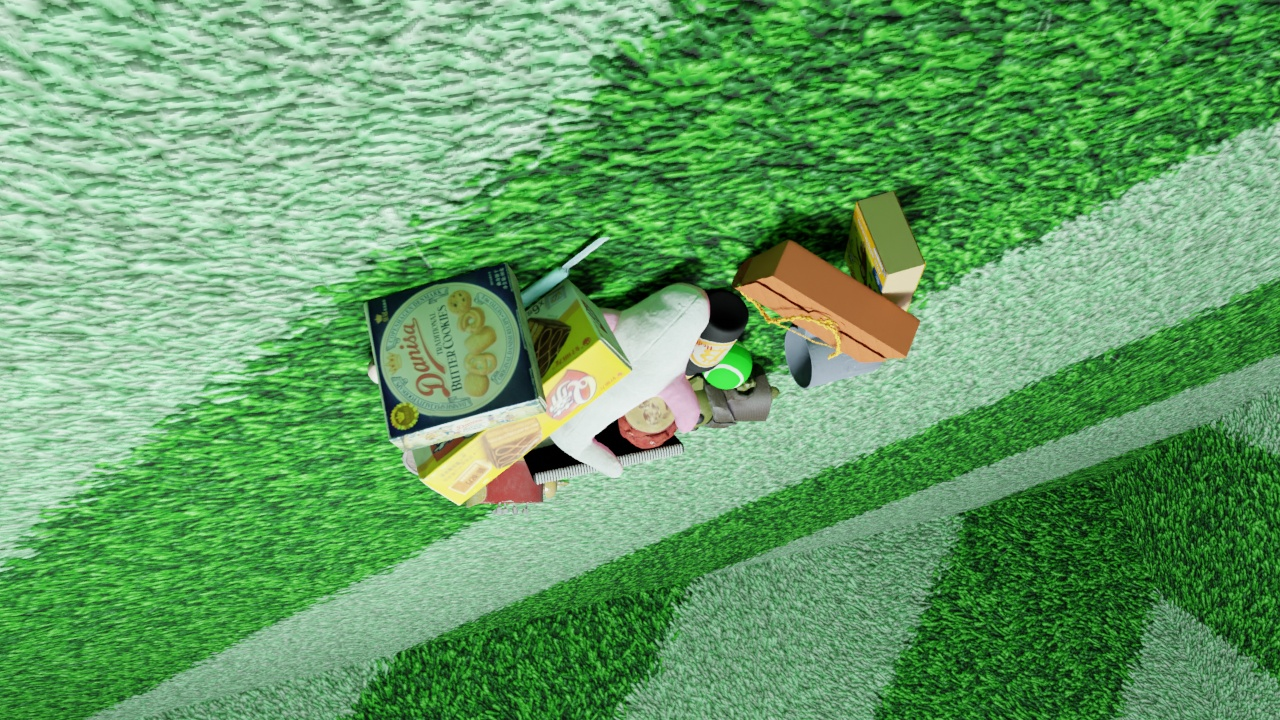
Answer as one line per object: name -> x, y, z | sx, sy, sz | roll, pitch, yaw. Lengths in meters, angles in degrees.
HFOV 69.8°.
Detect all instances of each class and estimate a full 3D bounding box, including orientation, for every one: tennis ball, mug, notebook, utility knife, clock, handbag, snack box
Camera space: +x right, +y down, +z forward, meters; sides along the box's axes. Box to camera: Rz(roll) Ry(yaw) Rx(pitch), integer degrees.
tennis ball -> 0.110, 0.004, 1.176 | 0.065, 0.065, 0.065 | -14, 158, -6
mug -> 0.254, -0.029, 1.195 | 0.104, 0.083, 0.124 | -11, 131, -12
notebook -> -0.059, 0.118, 1.283 | 0.206, 0.016, 0.149 | -10, -162, -13
utility knife -> -0.088, -0.079, 0.907 | 0.022, 0.015, 0.166 | 7, 151, -46
clock -> -0.182, 0.185, 1.342 | 0.158, 0.081, 0.117 | 4, 169, -25
handbag -> 0.190, -0.051, 0.977 | 0.172, 0.060, 0.109 | 29, 167, -15
snack box -> -0.174, -0.003, 0.861 | 0.145, 0.144, 0.043 | -16, 160, 0
snack box -> 0.258, -0.106, 0.979 | 0.040, 0.088, 0.126 | -16, 158, 0
snack box -> -0.128, 0.033, 0.927 | 0.230, 0.110, 0.061 | -38, 134, 8

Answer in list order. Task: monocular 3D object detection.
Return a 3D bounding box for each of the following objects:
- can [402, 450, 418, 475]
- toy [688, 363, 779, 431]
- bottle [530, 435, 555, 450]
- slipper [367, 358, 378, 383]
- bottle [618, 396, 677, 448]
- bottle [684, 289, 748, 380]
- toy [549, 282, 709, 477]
can -> -0.238, 0.102, 1.172 | 0.130, 0.044, 0.130 | -10, 147, -7
toy -> 0.115, 0.055, 1.285 | 0.152, 0.078, 0.180 | -10, 160, -12
bottle -> -0.130, 0.096, 1.262 | 0.136, 0.044, 0.044 | -15, 158, -2
slipper -> -0.208, 0.024, 1.023 | 0.107, 0.055, 0.221 | -27, 155, 21
bottle -> 0.011, 0.062, 1.209 | 0.099, 0.099, 0.111 | -15, 166, -2
bottle -> 0.074, -0.017, 1.109 | 0.059, 0.059, 0.182 | -8, 157, -19
toy -> -0.006, 0.006, 1.039 | 0.266, 0.186, 0.127 | -46, 180, 27
